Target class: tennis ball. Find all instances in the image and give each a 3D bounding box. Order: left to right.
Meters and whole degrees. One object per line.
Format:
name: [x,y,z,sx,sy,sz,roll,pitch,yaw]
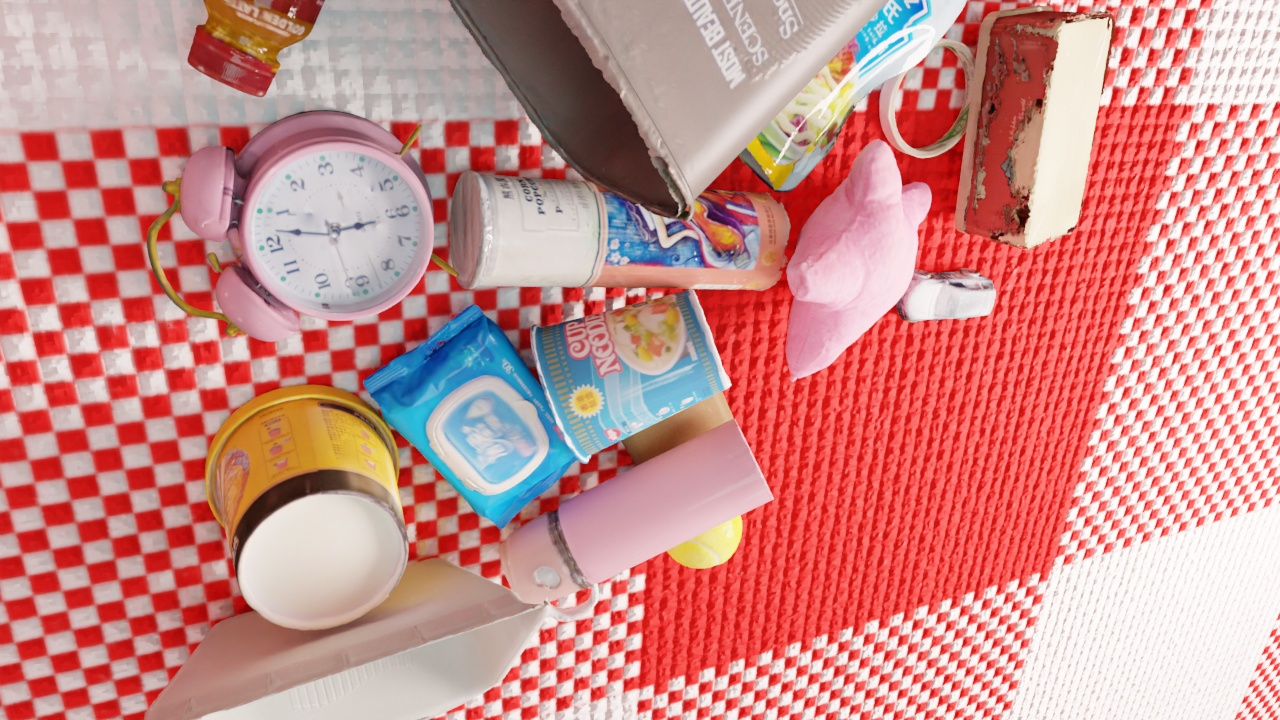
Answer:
tennis ball: [0.047,0.132,0.727,0.065,0.065,0.065,-11,117,-22]

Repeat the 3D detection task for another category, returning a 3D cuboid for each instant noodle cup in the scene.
instant noodle cup: [-0.198,0.091,0.558,0.118,0.114,0.119,-11,118,-22]
instant noodle cup: [-0.004,0.004,0.605,0.110,0.099,0.099,-21,122,4]

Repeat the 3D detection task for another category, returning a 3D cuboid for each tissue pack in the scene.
tissue pack: [-0.103,0.044,0.618,0.095,0.052,0.157,-38,124,-5]

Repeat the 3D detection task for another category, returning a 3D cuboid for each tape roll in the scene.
tape roll: [0.217,-0.196,0.685,0.085,0.014,0.086,-11,117,-21]

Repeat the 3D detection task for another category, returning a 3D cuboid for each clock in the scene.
clock: [-0.190,-0.073,0.516,0.158,0.060,0.117,-18,119,-16]

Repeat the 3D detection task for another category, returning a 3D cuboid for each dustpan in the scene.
dustpan: [-0.178,0.223,0.586,0.222,0.258,0.142,-14,95,-20]

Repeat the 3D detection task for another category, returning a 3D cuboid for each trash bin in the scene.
trash bin: [0.023,-0.221,0.467,0.219,0.198,0.199,-40,122,-6]

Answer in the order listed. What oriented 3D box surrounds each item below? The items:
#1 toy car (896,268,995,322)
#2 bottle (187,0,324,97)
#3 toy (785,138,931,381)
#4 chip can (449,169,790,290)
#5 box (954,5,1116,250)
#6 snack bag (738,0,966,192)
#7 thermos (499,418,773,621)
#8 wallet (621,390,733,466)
toy car: [0.253,-0.052,0.761,0.090,0.034,0.043,-2,117,-24]
bottle: [-0.173,-0.220,0.455,0.057,0.057,0.175,21,103,-32]
toy: [0.147,-0.062,0.658,0.194,0.075,0.179,1,116,-61]
chip can: [-0.010,-0.080,0.595,0.214,0.071,0.071,-1,113,-26]
box: [0.301,-0.173,0.689,0.091,0.077,0.168,-20,121,-33]
snack bag: [0.128,-0.210,0.603,0.191,0.039,0.110,-46,111,2]
thermos: [0.000,0.123,0.673,0.198,0.067,0.087,-28,107,4]
wallet: [0.025,0.044,0.695,0.090,0.033,0.115,-32,124,-6]
